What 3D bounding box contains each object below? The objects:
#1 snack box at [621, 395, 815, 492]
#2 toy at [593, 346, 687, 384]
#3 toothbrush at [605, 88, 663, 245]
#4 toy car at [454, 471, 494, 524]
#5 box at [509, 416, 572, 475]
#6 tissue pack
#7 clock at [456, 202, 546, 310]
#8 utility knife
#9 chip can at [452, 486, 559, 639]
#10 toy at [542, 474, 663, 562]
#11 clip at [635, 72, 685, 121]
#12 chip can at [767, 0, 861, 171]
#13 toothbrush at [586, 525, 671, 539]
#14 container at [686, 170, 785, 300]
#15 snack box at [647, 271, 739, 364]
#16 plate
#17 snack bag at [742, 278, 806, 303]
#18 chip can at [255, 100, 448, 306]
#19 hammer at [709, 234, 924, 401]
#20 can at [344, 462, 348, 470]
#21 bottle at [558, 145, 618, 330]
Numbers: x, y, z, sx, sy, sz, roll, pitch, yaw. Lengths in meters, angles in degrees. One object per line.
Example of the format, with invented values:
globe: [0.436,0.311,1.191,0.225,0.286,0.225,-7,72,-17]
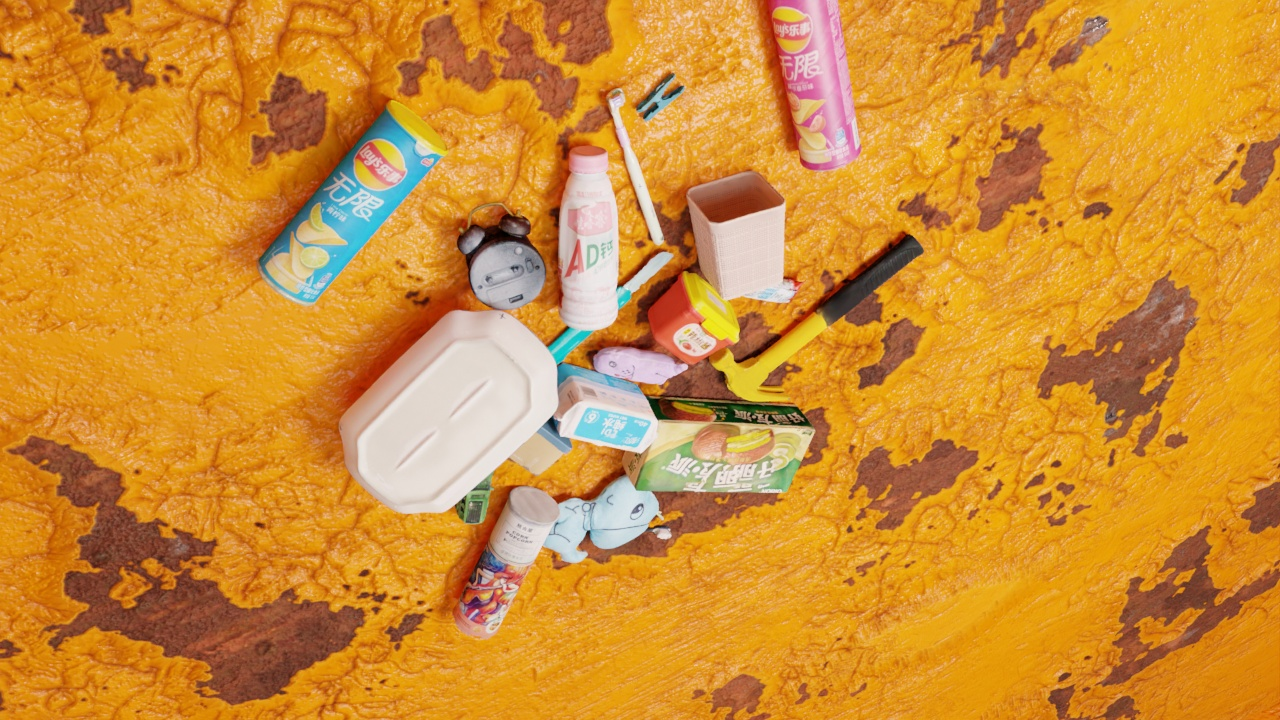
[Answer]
snack box: [0.105,0.114,1.226,0.239,0.063,0.115,5,122,-24]
toy: [-0.007,0.007,1.117,0.108,0.039,0.084,9,161,-16]
toothbrush: [-0.003,-0.203,0.996,0.020,0.029,0.190,5,135,27]
toy car: [-0.209,0.166,1.161,0.043,0.036,0.091,1,119,-20]
box: [-0.156,0.062,1.075,0.061,0.089,0.184,-43,128,11]
tissue pack: [-0.051,0.060,1.113,0.140,0.090,0.063,16,115,-30]
clock: [-0.149,-0.111,0.980,0.082,0.055,0.122,-19,127,-7]
utility knife: [-0.045,-0.056,1.083,0.216,0.013,0.029,-40,127,11]
chip can: [-0.181,0.271,1.220,0.071,0.071,0.215,14,117,-28]
toy: [-0.046,0.214,1.243,0.156,0.049,0.162,15,112,-26]
clip: [0.021,-0.274,0.960,0.056,0.014,0.042,-41,126,10]
chip can: [0.183,-0.306,0.963,0.071,0.071,0.211,-24,128,-4]
toothbrush: [-0.038,0.239,1.288,0.181,0.018,0.016,7,123,-23]
container: [0.110,-0.139,1.041,0.090,0.090,0.111,-18,130,-9]
snack box: [0.061,-0.048,1.094,0.080,0.082,0.091,-37,129,23]
plate: [-0.208,0.063,0.983,0.266,0.034,0.162,-41,104,12]
snack bag: [0.155,-0.089,1.128,0.104,0.026,0.048,5,141,-23]
chip can: [-0.281,-0.150,0.892,0.210,0.071,0.071,-45,126,12]
hammer: [0.234,-0.054,1.180,0.301,0.032,0.129,-39,128,8]
can: [-0.272,0.089,1.073,0.148,0.049,0.075,-16,127,-10]
bottle: [-0.056,-0.132,0.997,0.068,0.068,0.197,-7,121,-17]
